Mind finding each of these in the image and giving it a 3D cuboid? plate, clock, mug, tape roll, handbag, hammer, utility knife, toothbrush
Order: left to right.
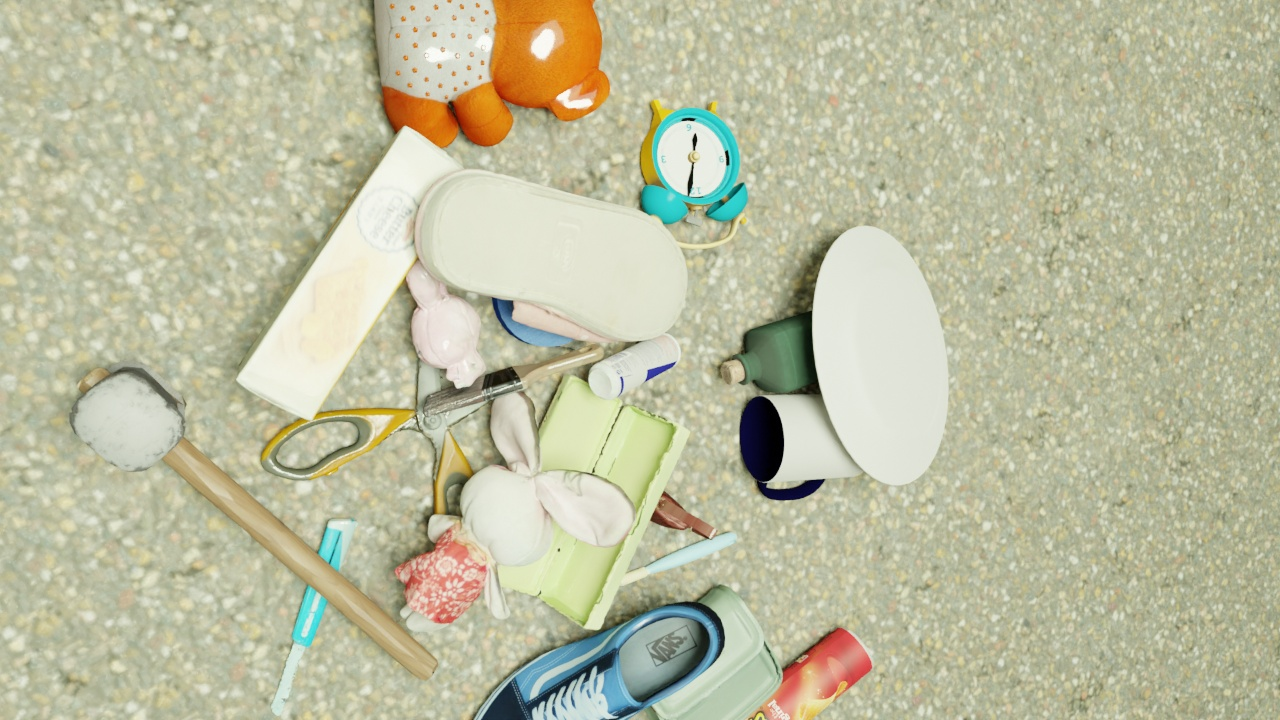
[{"bbox_3d":[-0.265,0.126,0.663,0.052,0.098,0.328,-46,112,-14],"label":"hammer"},{"bbox_3d":[-0.255,0.199,0.715,0.022,0.015,0.162,18,90,-22],"label":"utility knife"},{"bbox_3d":[-0.077,-0.057,0.767,0.091,0.016,0.093,14,88,-24],"label":"tape roll"},{"bbox_3d":[0.021,0.186,0.830,0.154,0.016,0.022,-19,134,-20],"label":"toothbrush"},{"bbox_3d":[0.034,0.132,0.774,0.055,0.120,0.029,38,79,-21],"label":"handbag"},{"bbox_3d":[0.045,-0.161,0.799,0.099,0.044,0.129,-6,90,-23],"label":"clock"},{"bbox_3d":[0.055,0.279,0.826,0.121,0.067,0.106,-33,105,-17],"label":"handbag"},{"bbox_3d":[0.149,0.084,0.851,0.096,0.078,0.112,0,123,-23],"label":"mug"},{"bbox_3d":[0.234,-0.007,0.849,0.242,0.016,0.242,11,75,-45],"label":"plate"}]

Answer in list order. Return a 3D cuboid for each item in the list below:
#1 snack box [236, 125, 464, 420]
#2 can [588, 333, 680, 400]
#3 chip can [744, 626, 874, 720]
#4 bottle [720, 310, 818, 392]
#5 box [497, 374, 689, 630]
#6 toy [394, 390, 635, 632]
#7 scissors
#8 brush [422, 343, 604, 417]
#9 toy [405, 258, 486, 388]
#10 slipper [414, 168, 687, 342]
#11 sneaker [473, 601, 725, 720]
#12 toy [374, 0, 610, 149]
[{"bbox_3d":[-0.209,-0.062,0.662,0.057,0.104,0.207,34,81,-22],"label":"snack box"},{"bbox_3d":[-0.005,0.005,0.773,0.095,0.032,0.032,-27,106,-49],"label":"can"},{"bbox_3d":[0.126,0.335,0.869,0.214,0.052,0.052,-32,106,-18],"label":"chip can"},{"bbox_3d":[0.134,-0.006,0.838,0.131,0.061,0.061,-17,98,-21],"label":"bottle"},{"bbox_3d":[-0.048,0.119,0.778,0.127,0.066,0.188,23,84,-4],"label":"box"},{"bbox_3d":[-0.112,0.134,0.704,0.159,0.084,0.194,39,89,23],"label":"toy"},{"bbox_3d":[-0.176,0.072,0.736,0.224,0.016,0.230,-24,102,-22],"label":"scissors"},{"bbox_3d":[-0.100,0.014,0.728,0.151,0.039,0.012,-18,112,-12],"label":"brush"},{"bbox_3d":[-0.153,-0.033,0.705,0.047,0.063,0.110,-7,113,12],"label":"toy"},{"bbox_3d":[-0.062,-0.078,0.710,0.274,0.054,0.114,14,92,-48],"label":"slipper"},{"bbox_3d":[-0.044,0.263,0.736,0.241,0.098,0.083,-30,74,0],"label":"sneaker"},{"bbox_3d":[-0.113,-0.246,0.703,0.172,0.093,0.164,-4,93,-10],"label":"toy"}]
